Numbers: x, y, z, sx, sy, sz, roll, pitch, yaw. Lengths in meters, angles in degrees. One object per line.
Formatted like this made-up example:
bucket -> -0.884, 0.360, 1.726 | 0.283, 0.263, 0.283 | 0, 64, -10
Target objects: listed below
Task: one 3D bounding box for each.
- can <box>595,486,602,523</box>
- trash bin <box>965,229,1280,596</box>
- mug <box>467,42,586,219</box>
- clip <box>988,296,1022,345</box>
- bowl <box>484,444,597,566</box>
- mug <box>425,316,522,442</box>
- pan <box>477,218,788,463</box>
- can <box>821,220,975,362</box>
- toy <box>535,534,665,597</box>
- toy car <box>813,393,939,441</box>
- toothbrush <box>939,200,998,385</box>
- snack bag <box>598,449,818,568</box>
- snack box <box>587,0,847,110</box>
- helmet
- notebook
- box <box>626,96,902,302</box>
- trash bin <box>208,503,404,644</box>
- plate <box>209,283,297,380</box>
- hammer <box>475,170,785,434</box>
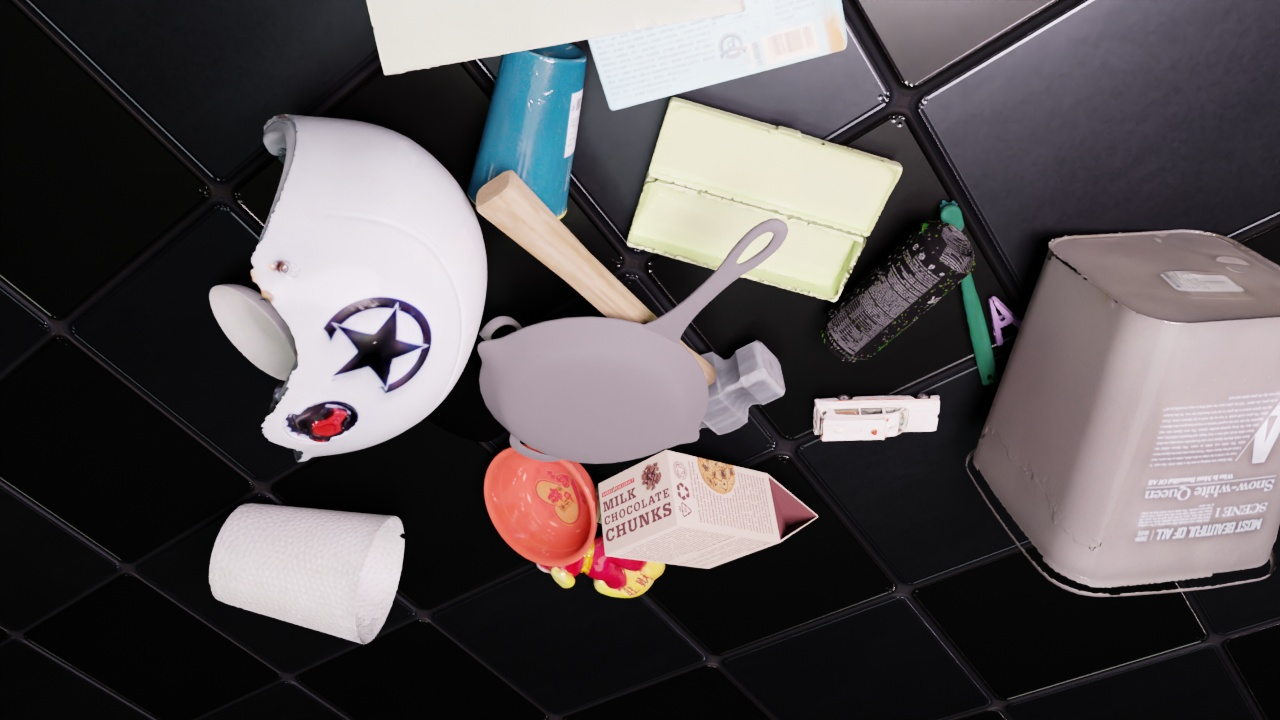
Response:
can -> -0.010, 0.153, 0.937 | 0.079, 0.038, 0.038 | 13, 127, -4
trash bin -> 0.392, 0.031, 0.714 | 0.197, 0.197, 0.220 | -4, 120, -6
mug -> -0.080, -0.173, 0.681 | 0.078, 0.078, 0.122 | 14, 122, -5
clip -> 0.308, -0.031, 0.786 | 0.050, 0.014, 0.046 | 22, 128, -15
bowl -> -0.090, 0.136, 0.911 | 0.131, 0.045, 0.131 | 10, 112, 26
mug -> -0.147, 0.015, 0.831 | 0.119, 0.085, 0.100 | -40, 132, -4
pan -> -0.004, 0.004, 0.733 | 0.216, 0.024, 0.356 | 25, 135, -24
can -> 0.206, -0.054, 0.743 | 0.054, 0.053, 0.138 | 28, 134, -15
toy -> -0.039, 0.210, 0.971 | 0.137, 0.067, 0.106 | 16, 126, -16
toy car -> 0.217, 0.055, 0.841 | 0.113, 0.039, 0.039 | -1, 126, 6
toothbrush -> 0.277, -0.053, 0.771 | 0.016, 0.017, 0.190 | -16, 125, 16
snack bag -> 0.071, 0.152, 0.884 | 0.206, 0.069, 0.095 | 17, 144, -40
snack box -> 0.050, -0.235, 0.632 | 0.175, 0.053, 0.075 | -12, 123, 13
helmet -> -0.203, -0.048, 0.701 | 0.163, 0.236, 0.265 | -1, 126, -19
notebook -> -0.070, -0.296, 0.588 | 0.253, 0.010, 0.182 | -6, 109, 11
box -> 0.094, -0.124, 0.727 | 0.187, 0.024, 0.138 | 14, 133, -5
trash bin -> -0.350, 0.216, 0.966 | 0.161, 0.133, 0.133 | 10, 127, 4
plate -> -0.339, -0.031, 0.825 | 0.104, 0.026, 0.104 | 24, 141, 21
hammer -> -0.009, -0.037, 0.738 | 0.117, 0.051, 0.323 | -27, 134, 24
